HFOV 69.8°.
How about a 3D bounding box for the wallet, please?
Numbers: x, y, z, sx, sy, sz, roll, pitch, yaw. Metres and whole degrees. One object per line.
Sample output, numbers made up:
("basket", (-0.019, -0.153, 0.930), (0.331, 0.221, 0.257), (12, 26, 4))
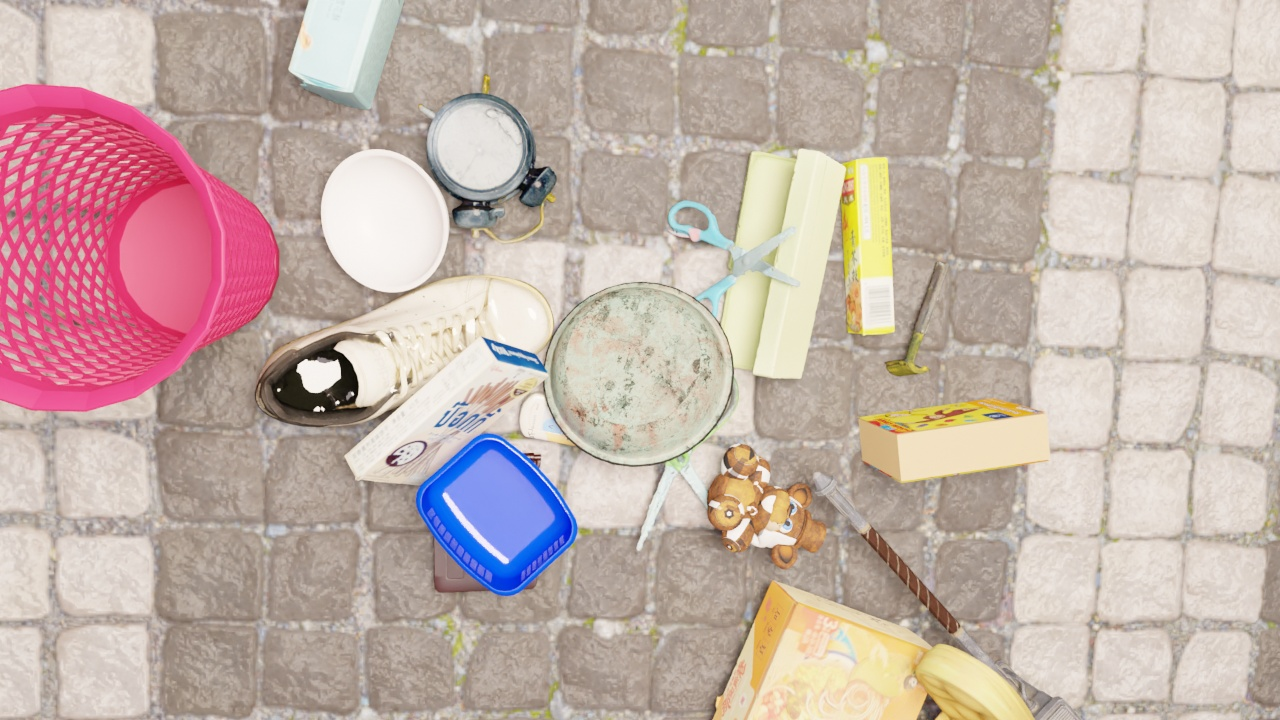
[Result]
("wallet", (-0.130, 0.137, 0.779), (0.091, 0.018, 0.115), (-1, 93, -6))

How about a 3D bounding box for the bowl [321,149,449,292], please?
("bowl", (-0.194, -0.112, 0.729), (0.110, 0.040, 0.110), (5, 107, 16))

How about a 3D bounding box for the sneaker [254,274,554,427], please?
("sneaker", (-0.186, -0.008, 0.715), (0.241, 0.102, 0.089), (-18, 97, -5))

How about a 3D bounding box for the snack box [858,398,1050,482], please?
("snack box", (0.262, 0.066, 0.778), (0.126, 0.088, 0.040), (-8, 96, -6))

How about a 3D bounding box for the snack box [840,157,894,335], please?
("snack box", (0.192, -0.096, 0.780), (0.029, 0.040, 0.148), (-5, 96, -7))

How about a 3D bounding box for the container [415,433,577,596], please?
("container", (-0.115, 0.121, 0.744), (0.096, 0.058, 0.114), (-42, 94, -5))

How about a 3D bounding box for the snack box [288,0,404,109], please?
("snack box", (-0.212, -0.286, 0.701), (0.053, 0.075, 0.174), (17, 93, -8))

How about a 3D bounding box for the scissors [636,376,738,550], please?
("scissors", (0.027, 0.081, 0.783), (0.168, 0.023, 0.171), (29, 84, -25))

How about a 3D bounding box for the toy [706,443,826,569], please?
("toy", (0.106, 0.128, 0.777), (0.112, 0.067, 0.087), (26, 63, -11))

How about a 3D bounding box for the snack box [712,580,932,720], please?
("snack box", (0.144, 0.305, 0.790), (0.145, 0.080, 0.195), (22, 91, -13))

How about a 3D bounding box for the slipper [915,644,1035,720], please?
("slipper", (0.285, 0.334, 0.756), (0.078, 0.100, 0.263), (-46, 125, -21))

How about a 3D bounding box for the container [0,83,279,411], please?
("container", (-0.344, -0.072, 0.629), (0.183, 0.226, 0.183), (-1, 95, -6))

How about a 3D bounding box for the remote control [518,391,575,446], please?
("remote control", (-0.041, 0.056, 0.780), (0.125, 0.018, 0.038), (12, 93, -9))

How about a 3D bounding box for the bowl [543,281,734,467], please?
("bowl", (-0.004, 0.004, 0.737), (0.157, 0.038, 0.157), (-2, 74, 6))

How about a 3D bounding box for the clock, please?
("clock", (-0.121, -0.156, 0.736), (0.090, 0.052, 0.129), (-26, 102, -3))

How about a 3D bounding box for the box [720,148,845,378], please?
("box", (0.123, -0.079, 0.769), (0.077, 0.089, 0.188), (7, 94, -38))

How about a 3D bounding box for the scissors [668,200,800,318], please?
("scissors", (0.068, -0.072, 0.752), (0.015, 0.136, 0.126), (-11, 125, -47))

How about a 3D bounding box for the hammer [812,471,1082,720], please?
("hammer", (0.253, 0.212, 0.784), (0.044, 0.098, 0.322), (-43, 98, -6))

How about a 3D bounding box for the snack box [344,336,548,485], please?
("snack box", (-0.150, 0.043, 0.718), (0.150, 0.082, 0.026), (-40, 66, 13))

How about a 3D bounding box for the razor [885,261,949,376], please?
("razor", (0.247, -0.037, 0.798), (0.026, 0.042, 0.106), (22, 83, -5))
